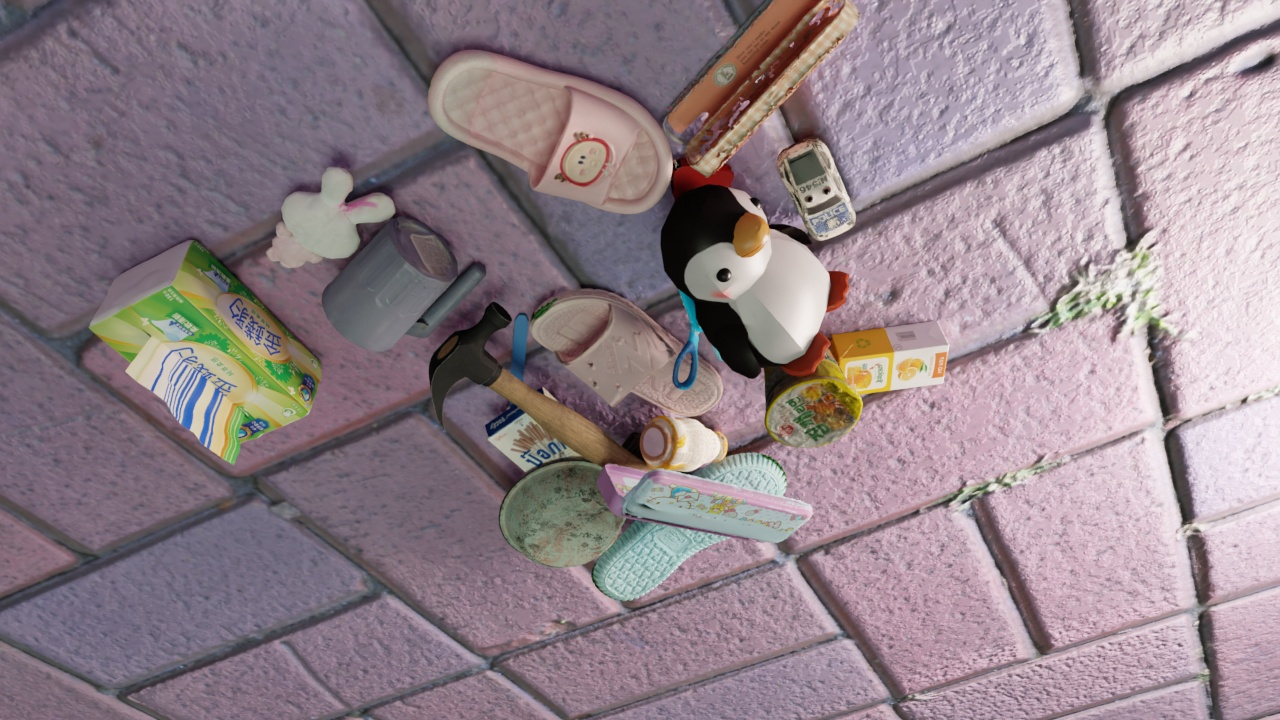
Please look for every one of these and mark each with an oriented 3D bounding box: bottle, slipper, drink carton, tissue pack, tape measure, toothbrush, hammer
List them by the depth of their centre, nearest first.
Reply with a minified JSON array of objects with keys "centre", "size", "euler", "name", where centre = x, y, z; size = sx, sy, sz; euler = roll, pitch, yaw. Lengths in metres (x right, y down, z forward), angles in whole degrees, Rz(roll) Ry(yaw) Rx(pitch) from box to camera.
[{"centre":[-0.072,-0.192,0.781],"size":[0.221,0.055,0.107],"euler":[20,125,-21],"name":"slipper"},{"centre":[0.051,-0.160,0.845],"size":[0.059,0.019,0.052],"euler":[4,134,-21],"name":"tape measure"},{"centre":[-0.413,0.009,0.872],"size":[0.120,0.141,0.197],"euler":[-27,129,18],"name":"tissue pack"},{"centre":[-0.006,0.006,0.963],"size":[0.239,0.064,0.094],"euler":[30,123,-30],"name":"slipper"},{"centre":[-0.092,0.068,0.984],"size":[0.132,0.040,0.305],"euler":[-43,125,13],"name":"hammer"},{"centre":[-0.134,0.015,0.997],"size":[0.016,0.014,0.167],"euler":[4,128,-9],"name":"toothbrush"},{"centre":[0.272,-0.002,0.999],"size":[0.122,0.040,0.059],"euler":[-8,133,1],"name":"drink carton"},{"centre":[0.052,0.096,1.044],"size":[0.108,0.063,0.063],"euler":[9,135,-44],"name":"bottle"},{"centre":[0.053,0.197,1.141],"size":[0.276,0.069,0.116],"euler":[-39,122,9],"name":"slipper"}]

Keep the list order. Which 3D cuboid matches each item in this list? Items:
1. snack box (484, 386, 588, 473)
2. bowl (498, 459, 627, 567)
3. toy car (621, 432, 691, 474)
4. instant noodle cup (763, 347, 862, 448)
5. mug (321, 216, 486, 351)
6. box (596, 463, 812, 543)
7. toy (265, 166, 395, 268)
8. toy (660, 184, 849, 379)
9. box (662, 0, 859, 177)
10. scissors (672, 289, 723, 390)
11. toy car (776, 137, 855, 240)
[{"centre":[-0.101,0.099,1.049],"size":[0.082,0.026,0.150],"euler":[-32,132,9],"name":"snack box"},{"centre":[-0.085,0.189,1.073],"size":[0.157,0.038,0.158],"euler":[-7,124,-11],"name":"bowl"},{"centre":[0.023,0.114,1.082],"size":[0.092,0.037,0.040],"euler":[22,127,-23],"name":"toy car"},{"centre":[0.171,0.022,0.964],"size":[0.102,0.108,0.102],"euler":[-3,132,-3],"name":"instant noodle cup"},{"centre":[-0.220,-0.068,0.872],"size":[0.104,0.083,0.123],"euler":[-40,148,25],"name":"mug"},{"centre":[0.068,0.158,1.001],"size":[0.214,0.062,0.140],"euler":[16,166,-27],"name":"box"},{"centre":[-0.287,-0.125,0.832],"size":[0.126,0.037,0.076],"euler":[-33,131,23],"name":"toy"},{"centre":[0.082,-0.083,0.847],"size":[0.140,0.158,0.184],"euler":[1,148,44],"name":"toy"},{"centre":[0.095,-0.237,0.757],"size":[0.076,0.054,0.188],"euler":[46,118,0],"name":"box"},{"centre":[0.053,-0.030,0.935],"size":[0.113,0.013,0.141],"euler":[-47,136,-17],"name":"scissors"},{"centre":[0.165,-0.154,0.849],"size":[0.048,0.040,0.113],"euler":[-24,131,17],"name":"toy car"}]
